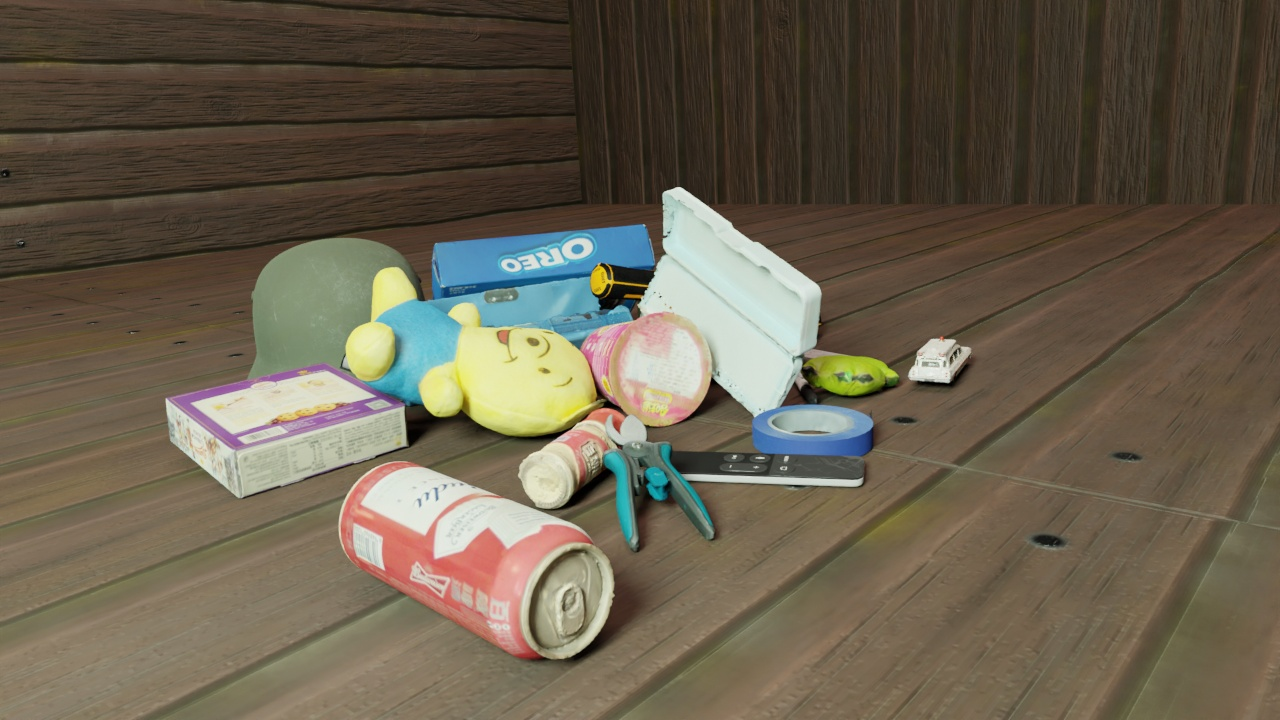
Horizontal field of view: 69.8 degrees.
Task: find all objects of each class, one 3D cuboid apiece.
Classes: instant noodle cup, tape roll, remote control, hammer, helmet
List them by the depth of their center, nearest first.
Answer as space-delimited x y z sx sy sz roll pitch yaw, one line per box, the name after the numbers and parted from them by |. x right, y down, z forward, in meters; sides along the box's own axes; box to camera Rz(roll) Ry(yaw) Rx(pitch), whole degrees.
0.085 0.077 0.657 0.147 0.008 0.045 0 14 15 | remote control
0.133 0.056 0.714 0.093 0.016 0.091 1 15 19 | tape roll
-0.005 0.005 0.821 0.097 0.098 0.109 -10 7 -25 | instant noodle cup
0.181 -0.002 0.948 0.033 0.012 0.131 -11 16 -38 | remote control
-0.324 -0.054 0.993 0.226 0.154 0.268 -8 14 -17 | helmet
0.080 -0.072 1.002 0.319 0.036 0.123 2 45 -40 | hammer

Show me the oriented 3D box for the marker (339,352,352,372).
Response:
-0.201 0.022 0.832 0.140 0.016 0.016 19 13 -5 | marker

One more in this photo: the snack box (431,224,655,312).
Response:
-0.120 -0.080 1.066 0.238 0.056 0.196 -8 -18 -15 | snack box

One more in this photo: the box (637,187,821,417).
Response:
0.073 -0.053 0.798 0.049 0.137 0.197 -9 37 -34 | box

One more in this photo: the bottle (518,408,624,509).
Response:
-0.044 0.068 0.655 0.044 0.044 0.108 3 15 23 | bottle

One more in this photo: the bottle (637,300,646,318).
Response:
0.101 -0.069 1.121 0.206 0.071 0.071 -11 15 -27 | bottle

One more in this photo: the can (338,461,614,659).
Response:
-0.091 0.101 0.481 0.067 0.067 0.170 -16 19 -42 | can

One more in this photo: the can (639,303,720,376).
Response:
0.075 -0.023 0.922 0.142 0.079 0.079 -6 14 -10 | can

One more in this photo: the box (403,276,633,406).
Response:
-0.133 -0.034 0.923 0.231 0.102 0.094 -11 -26 -25 | box

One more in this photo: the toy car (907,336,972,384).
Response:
0.287 -0.004 0.873 0.039 0.039 0.112 4 15 29 | toy car

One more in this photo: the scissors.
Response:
0.006 0.077 0.602 0.153 0.019 0.127 17 33 30 | scissors

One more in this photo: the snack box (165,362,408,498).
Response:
-0.292 0.051 0.759 0.143 0.041 0.148 -17 25 -41 | snack box

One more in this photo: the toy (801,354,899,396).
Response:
0.193 0.012 0.843 0.094 0.036 0.093 7 10 4 | toy

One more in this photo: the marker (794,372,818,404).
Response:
0.152 0.018 0.874 0.011 0.011 0.152 -3 13 1 | marker

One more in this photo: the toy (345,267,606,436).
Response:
-0.138 0.006 0.778 0.214 0.084 0.148 17 29 -9 | toy
